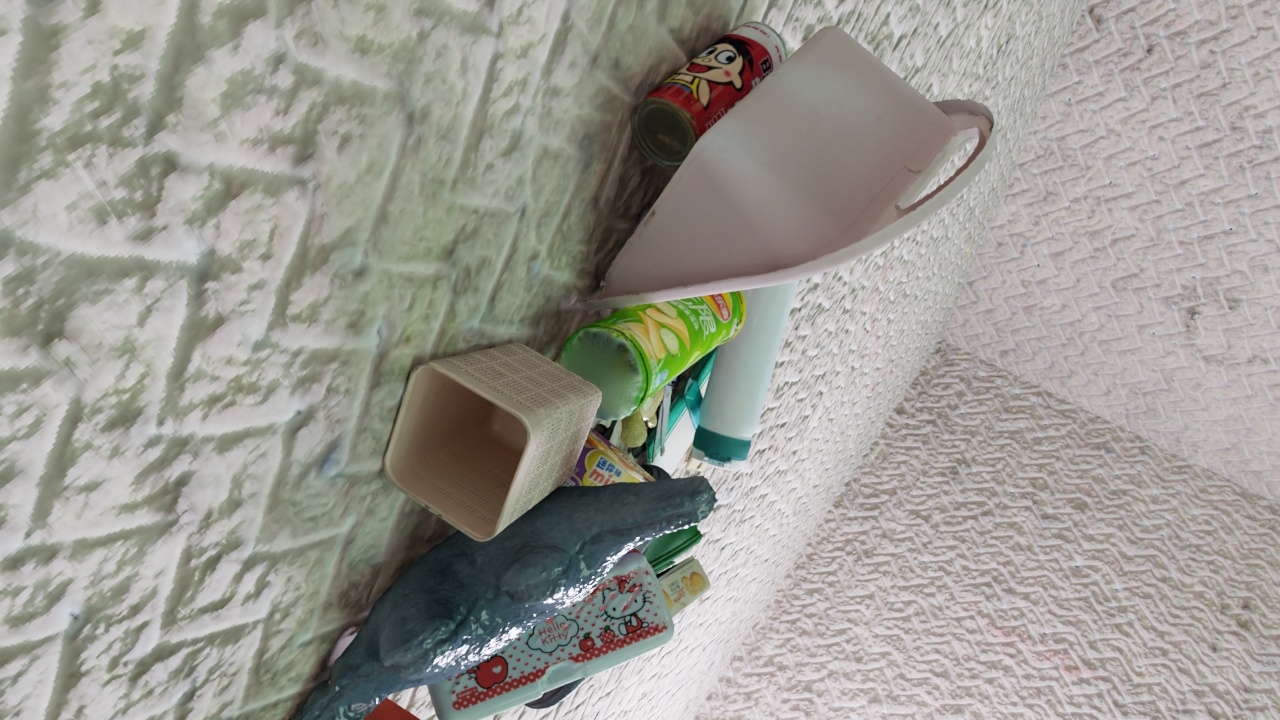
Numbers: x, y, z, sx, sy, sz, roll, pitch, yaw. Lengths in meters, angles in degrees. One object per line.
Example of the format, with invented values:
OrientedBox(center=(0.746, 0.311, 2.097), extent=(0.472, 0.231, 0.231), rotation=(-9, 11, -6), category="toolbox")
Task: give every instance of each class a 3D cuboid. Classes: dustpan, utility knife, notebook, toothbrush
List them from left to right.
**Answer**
OrientedBox(center=(-0.005, 0.005, 0.856), extent=(0.014, 0.016, 0.189), rotation=(21, 96, -60), category="toothbrush")
OrientedBox(center=(0.033, 0.020, 0.962), extent=(0.016, 0.014, 0.189), rotation=(14, 105, -57), category="toothbrush")
OrientedBox(center=(0.065, 0.044, 1.048), extent=(0.208, 0.012, 0.150), rotation=(-54, 161, -23), category="notebook")
OrientedBox(center=(0.064, 0.056, 1.020), extent=(0.029, 0.013, 0.161), rotation=(-59, 158, -17), category="utility knife")
OrientedBox(center=(0.104, -0.107, 0.648), extent=(0.222, 0.139, 0.274), rotation=(-47, 179, -27), category="dustpan")

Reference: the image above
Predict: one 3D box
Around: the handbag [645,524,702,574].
OrientedBox(center=(-0.001, 0.205, 1.016), extent=(0.120, 0.068, 0.132), rotation=(-32, 173, -25), category="handbag")

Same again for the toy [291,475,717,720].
OrientedBox(center=(-0.105, 0.164, 0.643), extent=(0.356, 0.091, 0.137), rotation=(-34, -166, 6), category="toy")

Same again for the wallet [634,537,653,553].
OrientedBox(center=(-0.053, 0.155, 0.824), extent=(0.097, 0.121, 0.019), rotation=(-50, -161, -29), category="wallet")

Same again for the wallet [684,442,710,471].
OrientedBox(center=(0.090, 0.105, 1.199), extent=(0.087, 0.024, 0.115), rotation=(-67, 161, 5), category="wallet")

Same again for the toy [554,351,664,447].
OrientedBox(center=(-0.026, 0.023, 0.771), extent=(0.157, 0.066, 0.105), rotation=(19, 58, -66), category="toy")

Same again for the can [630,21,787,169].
OrientedBox(center=(0.052, -0.193, 0.658), extent=(0.132, 0.053, 0.053), rotation=(-46, 156, -33), category="can")

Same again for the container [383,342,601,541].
OrientedBox(center=(-0.090, 0.045, 0.599), extent=(0.110, 0.090, 0.090), rotation=(-25, 140, -63), category="container")

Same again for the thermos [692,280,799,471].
OrientedBox(center=(0.110, 0.008, 0.985), extent=(0.073, 0.073, 0.224), rotation=(3, 103, -68), category="thermos")

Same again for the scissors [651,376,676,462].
OrientedBox(center=(0.021, 0.030, 0.912), extent=(0.128, 0.012, 0.173), rotation=(17, 93, -65), category="scissors")

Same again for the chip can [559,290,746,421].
OrientedBox(center=(0.015, -0.019, 0.728), extent=(0.220, 0.072, 0.073), rotation=(-34, 148, -59), category="chip can")

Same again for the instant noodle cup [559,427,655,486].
OrientedBox(center=(-0.055, 0.108, 0.753), extent=(0.099, 0.111, 0.111), rotation=(-50, 159, -1), category="instant noodle cup")

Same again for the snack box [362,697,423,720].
OrientedBox(center=(-0.202, 0.307, 0.695), extent=(0.091, 0.080, 0.082), rotation=(-64, 158, 10), category="snack box")

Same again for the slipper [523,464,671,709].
OrientedBox(center=(-0.062, 0.199, 0.889), extent=(0.111, 0.083, 0.267), rotation=(-18, -144, 54), category="slipper")

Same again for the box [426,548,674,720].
OrientedBox(center=(-0.074, 0.229, 0.747), extent=(0.201, 0.091, 0.094), rotation=(-20, 119, -10), category="box")

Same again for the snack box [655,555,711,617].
OrientedBox(center=(-0.036, 0.286, 0.990), extent=(0.183, 0.045, 0.177), rotation=(-32, 170, 24), category="snack box")
